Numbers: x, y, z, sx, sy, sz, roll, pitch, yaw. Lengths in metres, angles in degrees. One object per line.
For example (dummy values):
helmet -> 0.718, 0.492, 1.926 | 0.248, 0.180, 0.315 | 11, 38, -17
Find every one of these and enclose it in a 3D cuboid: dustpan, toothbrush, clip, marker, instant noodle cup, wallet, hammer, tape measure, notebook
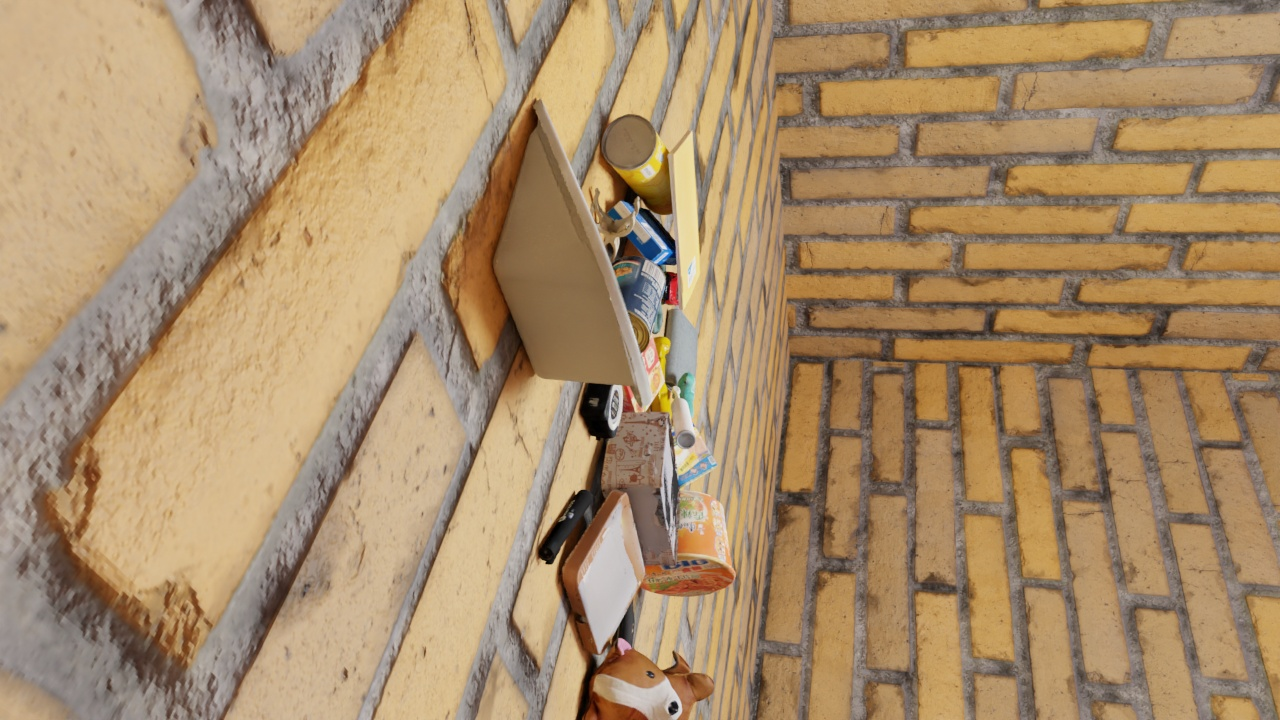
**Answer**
dustpan -> -0.039, -0.084, 0.873 | 0.223, 0.143, 0.257 | 76, 23, -49
toothbrush -> -0.021, 0.360, 1.249 | 0.026, 0.027, 0.212 | 39, 52, -54
clip -> -0.023, -0.158, 1.084 | 0.101, 0.096, 0.035 | 62, 31, -43
marker -> -0.079, 0.178, 0.994 | 0.131, 0.020, 0.022 | -54, 132, -66
toothbrush -> 0.056, 0.074, 1.299 | 0.220, 0.027, 0.026 | -96, -164, -74
instant noodle cup -> 0.063, 0.266, 1.345 | 0.151, 0.151, 0.111 | 73, 16, -53
wallet -> 0.063, -0.006, 1.518 | 0.106, 0.037, 0.129 | 44, 48, -58
hammer -> 0.042, 0.105, 1.452 | 0.301, 0.033, 0.128 | 76, 21, -48
tape measure -> -0.044, 0.053, 1.091 | 0.066, 0.033, 0.065 | 76, 23, -53
notebook -> 0.061, -0.189, 1.223 | 0.145, 0.010, 0.206 | -64, 152, -61

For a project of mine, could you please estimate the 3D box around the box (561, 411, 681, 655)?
box -> -0.015, 0.211, 1.132 | 0.260, 0.103, 0.179 | -80, 166, -47

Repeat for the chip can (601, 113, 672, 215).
chip can -> 0.011, -0.249, 1.193 | 0.213, 0.072, 0.072 | 20, 73, -75

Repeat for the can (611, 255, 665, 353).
can -> -0.015, -0.066, 1.104 | 0.110, 0.075, 0.075 | -73, 160, -46

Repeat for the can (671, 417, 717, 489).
can -> 0.053, 0.140, 1.320 | 0.101, 0.057, 0.083 | -22, 79, -45

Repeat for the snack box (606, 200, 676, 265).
snack box -> 0.011, -0.164, 1.200 | 0.084, 0.026, 0.157 | 50, 14, 5

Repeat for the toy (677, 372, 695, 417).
toy -> 0.071, 0.063, 1.441 | 0.096, 0.030, 0.092 | -29, 125, -83

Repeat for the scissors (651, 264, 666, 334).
scissors -> 0.028, -0.128, 1.347 | 0.186, 0.019, 0.129 | 91, 8, -46

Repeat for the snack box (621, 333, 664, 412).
snack box -> -0.007, 0.007, 1.203 | 0.075, 0.025, 0.153 | -55, 151, -27

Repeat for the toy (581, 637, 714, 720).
toy -> 0.009, 0.429, 1.151 | 0.199, 0.131, 0.140 | 40, 60, -37

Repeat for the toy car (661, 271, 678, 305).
toy car -> 0.049, -0.104, 1.344 | 0.106, 0.031, 0.049 | -15, 109, -81
